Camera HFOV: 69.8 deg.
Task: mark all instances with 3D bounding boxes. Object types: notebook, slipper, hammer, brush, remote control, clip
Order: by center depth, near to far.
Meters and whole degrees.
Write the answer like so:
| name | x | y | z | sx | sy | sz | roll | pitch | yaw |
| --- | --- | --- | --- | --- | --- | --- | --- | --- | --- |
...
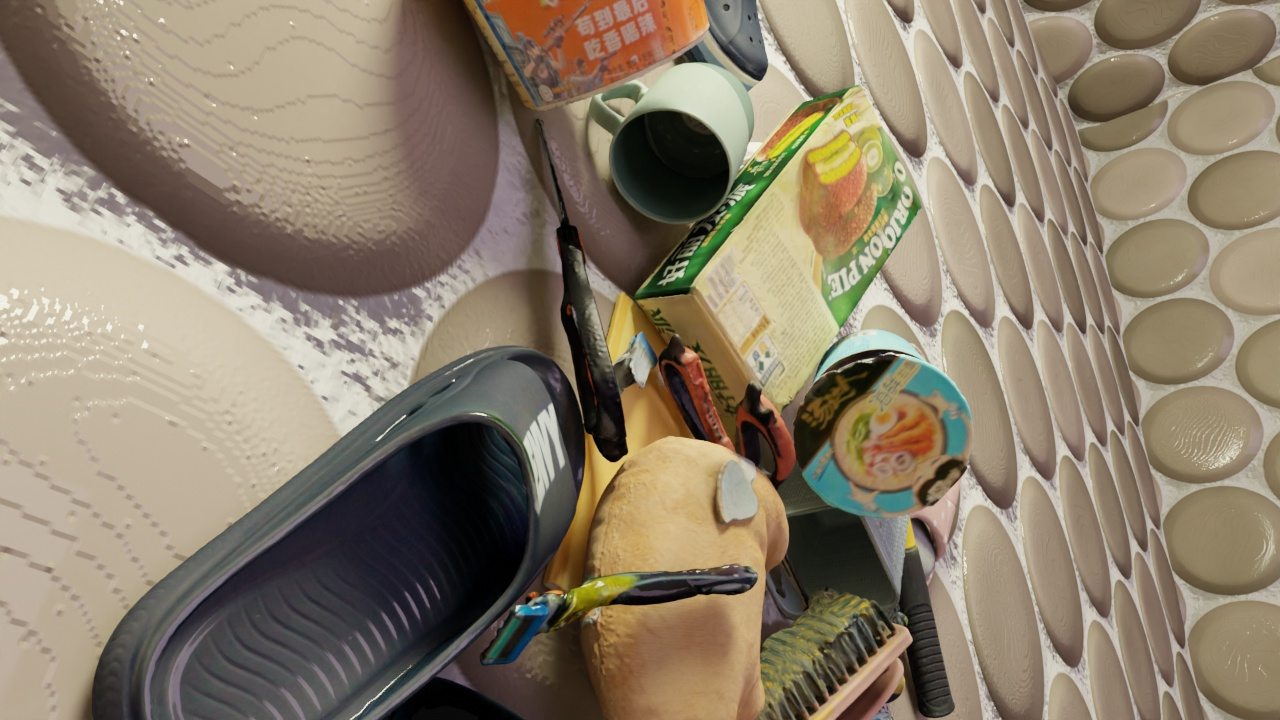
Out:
| name | x | y | z | sx | sy | sz | roll | pitch | yaw |
| --- | --- | --- | --- | --- | --- | --- | --- | --- | --- |
| slipper | -0.081 | 0.074 | 0.379 | 0.267 | 0.083 | 0.111 | -41 | 112 | -53 |
| remote control | -0.059 | 0.185 | 0.409 | 0.136 | 0.024 | 0.053 | 47 | 42 | -33 |
| brush | 0.100 | 0.208 | 0.559 | 0.145 | 0.063 | 0.073 | -37 | 104 | -23 |
| clip | -0.005 | 0.004 | 0.563 | 0.024 | 0.028 | 0.056 | 62 | 27 | -16 |
| notebook | 0.011 | 0.076 | 0.573 | 0.146 | 0.010 | 0.205 | 44 | 43 | -35 |
| slipper | 0.070 | -0.347 | 0.778 | 0.105 | 0.095 | 0.252 | -1 | 73 | -53 |
| hammer | 0.228 | 0.163 | 0.800 | 0.128 | 0.033 | 0.301 | -15 | 95 | -25 |
| slipper | 0.281 | 0.097 | 0.912 | 0.114 | 0.055 | 0.273 | 46 | 43 | -35 |

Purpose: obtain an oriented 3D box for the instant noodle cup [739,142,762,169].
| name | x | y | z | sx | sy | sz | roll | pitch | yaw |
| --- | --- | --- | --- | --- | --- | --- | --- | --- | --- |
| instant noodle cup | 0.116 | -0.116 | 0.768 | 0.173 | 0.060 | 0.138 | 7 | 70 | -55 |

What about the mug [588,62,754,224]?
| name | x | y | z | sx | sy | sz | roll | pitch | yaw |
| --- | --- | --- | --- | --- | --- | --- | --- | --- | --- |
| mug | 0.020 | -0.161 | 0.638 | 0.112 | 0.082 | 0.106 | 27 | 40 | -2 |

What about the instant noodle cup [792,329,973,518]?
| name | x | y | z | sx | sy | sz | roll | pitch | yaw |
| --- | --- | --- | --- | --- | --- | --- | --- | --- | --- |
| instant noodle cup | 0.160 | 0.033 | 0.626 | 0.111 | 0.111 | 0.120 | 65 | 16 | -11 |

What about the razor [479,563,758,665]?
| name | x | y | z | sx | sy | sz | roll | pitch | yaw |
| --- | --- | --- | --- | --- | --- | --- | --- | --- | --- |
| razor | -0.003 | 0.105 | 0.413 | 0.142 | 0.043 | 0.022 | -2 | 51 | -35 |

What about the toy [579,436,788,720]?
| name | x | y | z | sx | sy | sz | roll | pitch | yaw |
| --- | --- | --- | --- | --- | --- | --- | --- | --- | --- |
| toy | 0.024 | 0.149 | 0.477 | 0.143 | 0.083 | 0.225 | 28 | 56 | -30 |

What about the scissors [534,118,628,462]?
| name | x | y | z | sx | sy | sz | roll | pitch | yaw |
| --- | --- | --- | --- | --- | --- | --- | --- | --- | --- |
| scissors | -0.040 | -0.045 | 0.532 | 0.234 | 0.021 | 0.125 | -107 | -175 | -47 |

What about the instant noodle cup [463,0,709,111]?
| name | x | y | z | sx | sy | sz | roll | pitch | yaw |
| --- | --- | --- | --- | --- | --- | --- | --- | --- | --- |
| instant noodle cup | -0.034 | -0.221 | 0.529 | 0.111 | 0.152 | 0.151 | 66 | 33 | -25 |

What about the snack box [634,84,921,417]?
| name | x | y | z | sx | sy | sz | roll | pitch | yaw |
| --- | --- | --- | --- | --- | --- | --- | --- | --- | --- |
| snack box | 0.106 | -0.080 | 0.650 | 0.114 | 0.063 | 0.239 | 53 | 57 | -25 |

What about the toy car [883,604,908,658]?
| name | x | y | z | sx | sy | sz | roll | pitch | yaw |
| --- | --- | --- | --- | --- | --- | --- | --- | --- | --- |
| toy car | 0.191 | 0.199 | 0.757 | 0.048 | 0.031 | 0.105 | -34 | 106 | -55 |

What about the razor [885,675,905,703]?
| name | x | y | z | sx | sy | sz | roll | pitch | yaw |
| --- | --- | --- | --- | --- | --- | --- | --- | --- | --- |
| razor | 0.155 | 0.227 | 0.672 | 0.167 | 0.062 | 0.067 | 31 | 84 | -50 |

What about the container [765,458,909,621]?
| name | x | y | z | sx | sy | sz | roll | pitch | yaw |
| --- | --- | --- | --- | --- | --- | --- | --- | --- | --- |
| container | 0.144 | 0.119 | 0.677 | 0.090 | 0.090 | 0.111 | 63 | 32 | -14 |

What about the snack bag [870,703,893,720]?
| name | x | y | z | sx | sy | sz | roll | pitch | yaw |
| --- | --- | --- | --- | --- | --- | --- | --- | --- | --- |
| snack bag | 0.172 | 0.285 | 0.694 | 0.104 | 0.026 | 0.048 | 14 | 41 | -54 |

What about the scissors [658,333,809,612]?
| name | x | y | z | sx | sy | sz | roll | pitch | yaw |
| --- | --- | --- | --- | --- | --- | --- | --- | --- | --- |
| scissors | 0.072 | 0.080 | 0.577 | 0.015 | 0.214 | 0.197 | -35 | 76 | -21 |
